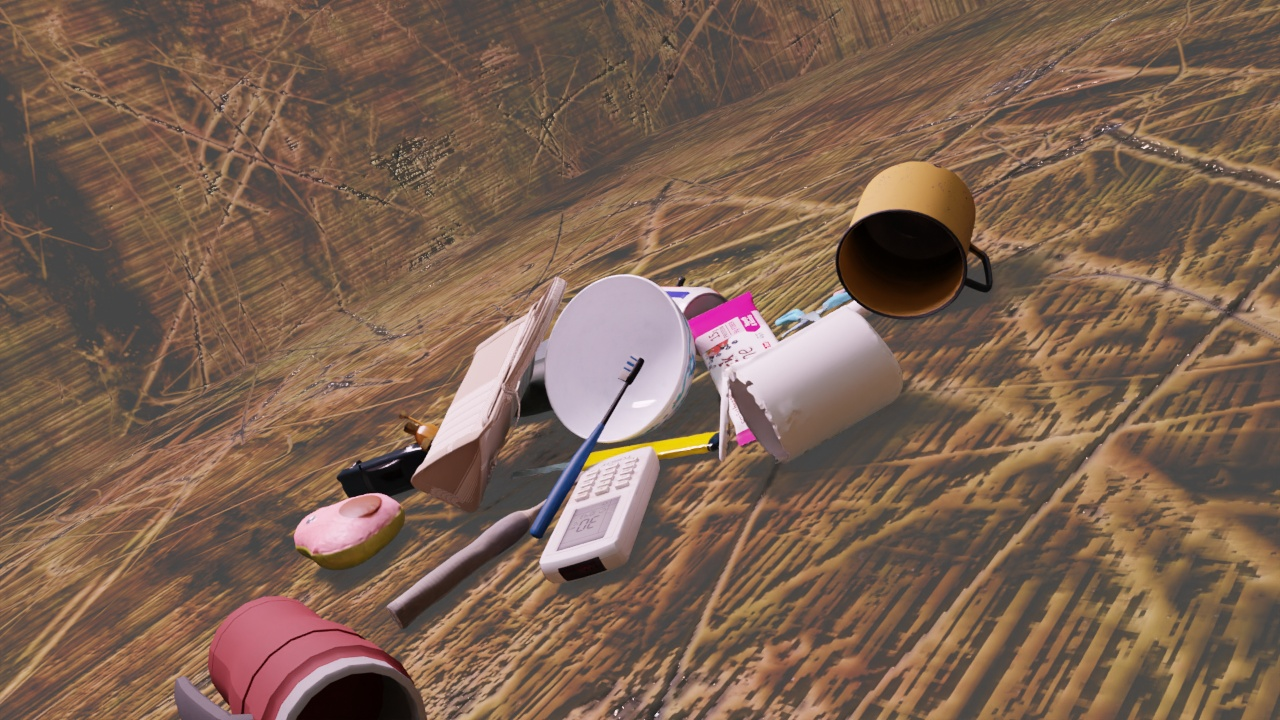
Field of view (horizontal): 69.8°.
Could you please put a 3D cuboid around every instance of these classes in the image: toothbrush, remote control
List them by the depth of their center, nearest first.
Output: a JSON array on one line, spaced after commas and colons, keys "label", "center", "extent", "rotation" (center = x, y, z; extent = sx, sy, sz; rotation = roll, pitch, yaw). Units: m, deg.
[{"label": "remote control", "center": [-0.025, 0.107, 0.649], "extent": [0.060, 0.025, 0.138], "rotation": [-20, 18, 20]}, {"label": "toothbrush", "center": [-0.109, 0.135, 0.694], "extent": [0.022, 0.024, 0.185], "rotation": [37, 56, 27]}, {"label": "toothbrush", "center": [-0.041, 0.064, 0.714], "extent": [0.167, 0.014, 0.014], "rotation": [-59, -4, -21]}]

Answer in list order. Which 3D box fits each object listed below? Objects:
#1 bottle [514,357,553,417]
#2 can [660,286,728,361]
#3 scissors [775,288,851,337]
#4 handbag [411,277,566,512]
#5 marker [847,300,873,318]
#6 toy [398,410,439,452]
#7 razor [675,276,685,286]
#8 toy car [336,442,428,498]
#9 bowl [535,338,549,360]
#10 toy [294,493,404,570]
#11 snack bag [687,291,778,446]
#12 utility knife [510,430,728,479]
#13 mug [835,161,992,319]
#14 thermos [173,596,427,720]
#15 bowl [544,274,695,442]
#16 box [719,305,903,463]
[{"label": "bottle", "center": [-0.130, 0.035, 0.967], "extent": [0.175, 0.055, 0.055], "rotation": [-17, 19, 31]}, {"label": "can", "center": [0.035, -0.038, 0.915], "extent": [0.070, 0.070, 0.132], "rotation": [-33, 18, -20]}, {"label": "scissors", "center": [0.146, -0.041, 0.825], "extent": [0.111, 0.015, 0.140], "rotation": [-20, 3, 45]}, {"label": "handbag", "center": [-0.112, 0.004, 0.792], "extent": [0.198, 0.062, 0.175], "rotation": [-53, 14, 41]}, {"label": "marker", "center": [0.198, -0.050, 0.799], "extent": [0.141, 0.020, 0.020], "rotation": [-32, 18, -20]}, {"label": "toy", "center": [-0.191, 0.077, 0.880], "extent": [0.062, 0.100, 0.076], "rotation": [-65, -16, -6]}, {"label": "razor", "center": [0.054, -0.055, 1.030], "extent": [0.144, 0.022, 0.043], "rotation": [-106, 38, -68]}, {"label": "toy car", "center": [-0.253, 0.116, 0.922], "extent": [0.112, 0.046, 0.034], "rotation": [-19, 13, 16]}, {"label": "bowl", "center": [-0.082, -0.001, 1.028], "extent": [0.106, 0.039, 0.106], "rotation": [-24, 17, 8]}, {"label": "toy", "center": [-0.264, 0.154, 0.814], "extent": [0.110, 0.051, 0.089], "rotation": [-15, 19, 36]}, {"label": "snack bag", "center": [0.086, 0.000, 0.755], "extent": [0.070, 0.016, 0.196], "rotation": [-26, 32, 4]}, {"label": "utility knife", "center": [-0.025, 0.079, 0.745], "extent": [0.224, 0.019, 0.030], "rotation": [-10, 11, 34]}, {"label": "mug", "center": [0.231, -0.096, 0.753], "extent": [0.093, 0.124, 0.101], "rotation": [-58, -10, -45]}, {"label": "thermos", "center": [-0.208, 0.194, 0.536], "extent": [0.108, 0.084, 0.199], "rotation": [5, -5, -34]}, {"label": "bowl", "center": [-0.005, 0.005, 0.800], "extent": [0.144, 0.143, 0.074], "rotation": [-16, -20, 30]}, {"label": "box", "center": [0.100, 0.020, 0.624], "extent": [0.143, 0.089, 0.080], "rotation": [-31, -2, -9]}]
